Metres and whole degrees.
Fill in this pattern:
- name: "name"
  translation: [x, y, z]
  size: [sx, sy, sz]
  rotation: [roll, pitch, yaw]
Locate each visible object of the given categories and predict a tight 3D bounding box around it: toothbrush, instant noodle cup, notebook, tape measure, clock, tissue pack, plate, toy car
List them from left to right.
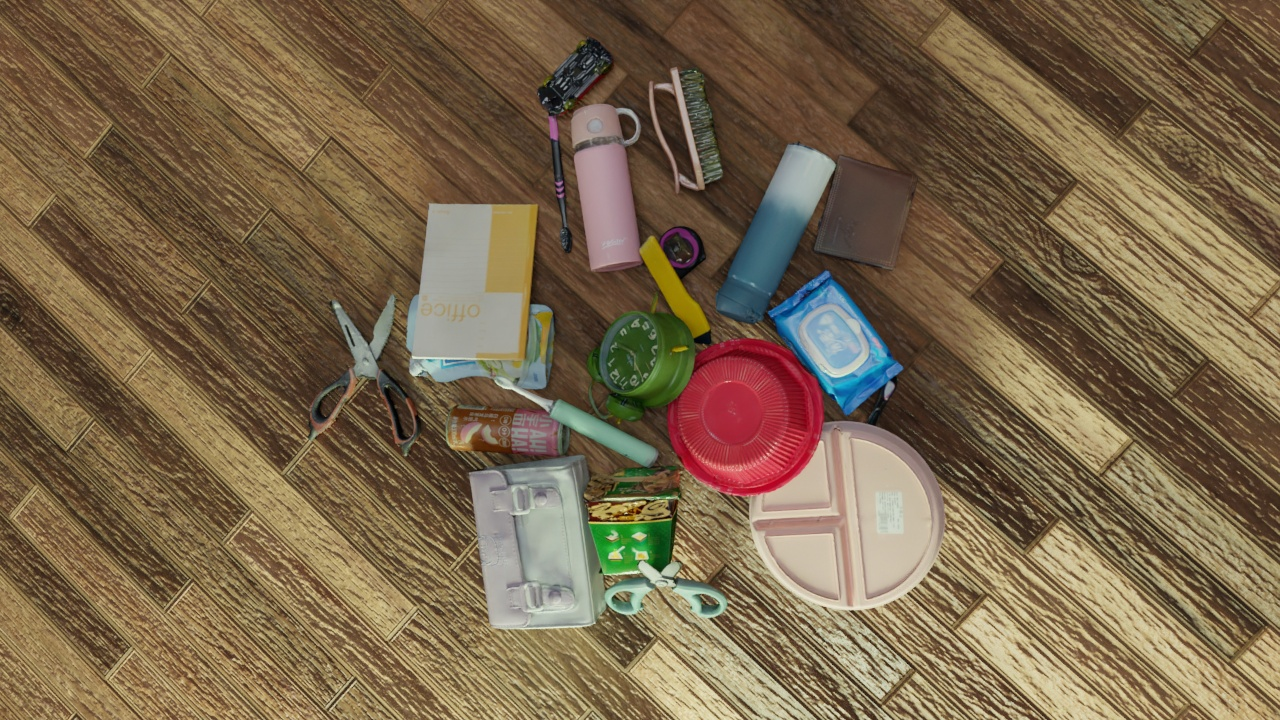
- name: "notebook"
  translation: [-0.207, -0.100, 1.152]
  size: [0.146, 0.010, 0.206]
  rotation: [2, 76, 8]
- name: "toothbrush"
  translation: [-0.103, -0.229, 1.161]
  size: [0.014, 0.017, 0.189]
  rotation: [-7, 87, 9]
- name: "toy car"
  translation: [-0.082, -0.354, 1.152]
  size: [0.106, 0.031, 0.049]
  rotation: [-45, 84, 3]
- name: "toothbrush"
  translation: [-0.077, 0.072, 1.106]
  size: [0.224, 0.027, 0.026]
  rotation: [28, 82, -16]
- name: "clock"
  translation: [-0.007, 0.006, 1.101]
  size: [0.162, 0.056, 0.116]
  rotation: [-47, 50, 25]
- name: "tape measure"
  translation: [0.049, -0.136, 1.128]
  size: [0.057, 0.039, 0.058]
  rotation: [-37, 85, 5]
- name: "instant noodle cup"
  translation: [0.115, 0.063, 1.083]
  size: [0.194, 0.065, 0.193]
  rotation: [-3, 81, 20]
- name: "tissue pack"
  translation: [0.233, -0.021, 1.097]
  size: [0.095, 0.052, 0.157]
  rotation: [-37, 85, 5]
- name: "plate"
  translation: [0.243, 0.187, 1.090]
  size: [0.230, 0.028, 0.229]
  rotation: [1, 94, 14]

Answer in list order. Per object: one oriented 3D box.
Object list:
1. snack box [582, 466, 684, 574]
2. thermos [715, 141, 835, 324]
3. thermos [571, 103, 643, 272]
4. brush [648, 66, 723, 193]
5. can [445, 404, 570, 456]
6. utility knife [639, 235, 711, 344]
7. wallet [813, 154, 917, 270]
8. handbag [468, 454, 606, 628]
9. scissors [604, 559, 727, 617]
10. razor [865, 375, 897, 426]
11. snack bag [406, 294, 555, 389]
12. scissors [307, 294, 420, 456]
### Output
- name: "snack box"
  translation: [-0.002, 0.194, 1.101]
  size: [0.117, 0.118, 0.105]
  rotation: [-4, 101, 8]
- name: "thermos"
  translation: [0.158, -0.149, 1.103]
  size: [0.070, 0.070, 0.220]
  rotation: [26, 93, 7]
- name: "thermos"
  translation: [-0.033, -0.213, 1.128]
  size: [0.087, 0.067, 0.198]
  rotation: [-7, 87, -1]
- name: "brush"
  translation: [0.055, -0.278, 1.119]
  size: [0.073, 0.063, 0.145]
  rotation: [-13, 89, 2]
- name: "can"
  translation: [-0.164, 0.087, 1.141]
  size: [0.147, 0.058, 0.058]
  rotation: [3, 89, 7]
- name: "utility knife"
  translation: [0.045, -0.084, 1.119]
  size: [0.033, 0.015, 0.154]
  rotation: [-26, 106, 15]
- name: "wallet"
  translation: [0.270, -0.177, 1.107]
  size: [0.101, 0.032, 0.124]
  rotation: [15, 90, 10]
- name: "handbag"
  translation: [-0.128, 0.221, 1.118]
  size: [0.145, 0.098, 0.197]
  rotation: [-8, 91, 15]
- name: "scissors"
  translation: [0.042, 0.275, 1.087]
  size: [0.178, 0.173, 0.019]
  rotation: [16, 52, -13]
- name: "razor"
  translation: [0.276, 0.081, 1.106]
  size: [0.042, 0.022, 0.143]
  rotation: [26, 92, 5]
- name: "snack bag"
  translation: [-0.205, -0.024, 1.160]
  size: [0.191, 0.038, 0.110]
  rotation: [5, 96, 8]
- name: "scissors"
  translation: [-0.351, 0.022, 1.187]
  size: [0.189, 0.015, 0.222]
  rotation: [28, 93, 7]
